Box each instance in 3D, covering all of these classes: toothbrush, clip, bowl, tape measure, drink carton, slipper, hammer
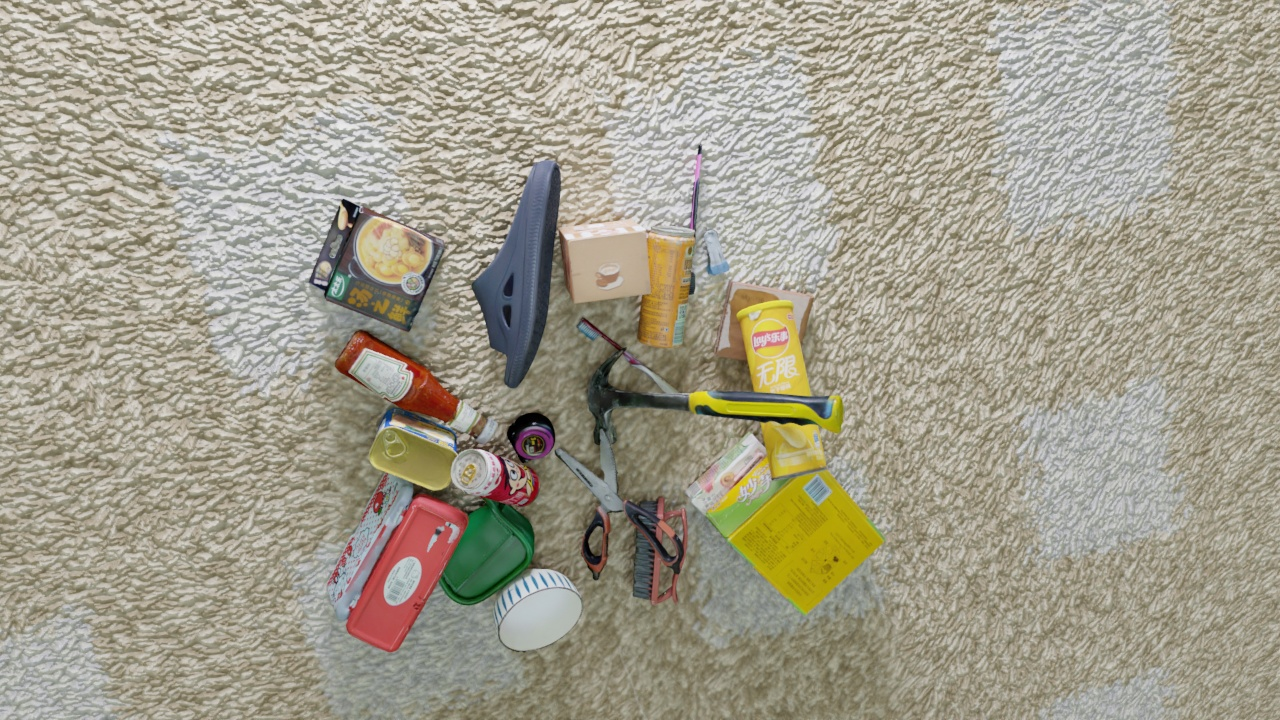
[{"bbox_3d":[0.068,-0.172,1.139,0.017,0.014,0.189,0,106,-21],"label":"toothbrush"},{"bbox_3d":[0.093,-0.136,1.151,0.027,0.043,0.058,-13,100,-4],"label":"clip"},{"bbox_3d":[-0.141,0.317,1.203,0.116,0.066,0.117,-15,130,-19],"label":"bowl"},{"bbox_3d":[-0.137,0.095,1.163,0.058,0.039,0.057,-25,119,3],"label":"tape measure"},{"bbox_3d":[0.123,0.158,1.227,0.122,0.045,0.053,-43,109,3],"label":"drink carton"},{"bbox_3d":[-0.149,-0.104,1.079,0.083,0.110,0.268,10,99,3],"label":"slipper"},{"bbox_3d":[0.081,0.050,1.104,0.324,0.031,0.126,2,108,26],"label":"hammer"},{"bbox_3d":[-0.007,0.007,1.175,0.187,0.016,0.017,38,104,-18],"label":"toothbrush"}]

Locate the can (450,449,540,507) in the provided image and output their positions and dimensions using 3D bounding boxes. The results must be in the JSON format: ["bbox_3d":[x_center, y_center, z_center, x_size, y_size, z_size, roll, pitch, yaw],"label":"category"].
[{"bbox_3d":[-0.175,0.144,1.118,0.053,0.132,0.053,-7,72,20],"label":"can"}]

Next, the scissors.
[{"bbox_3d":[-0.030,0.196,1.185,0.189,0.015,0.226,12,112,19],"label":"scissors"}]

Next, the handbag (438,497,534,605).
[{"bbox_3d":[-0.207,0.238,1.181,0.131,0.068,0.120,-36,100,2],"label":"handbag"}]

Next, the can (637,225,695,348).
[{"bbox_3d":[0.031,-0.090,1.131,0.058,0.058,0.146,3,105,-12],"label":"can"}]

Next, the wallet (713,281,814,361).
[{"bbox_3d":[0.160,-0.045,1.191,0.115,0.020,0.101,9,103,-10],"label":"wallet"}]

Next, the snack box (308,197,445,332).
[{"bbox_3d":[-0.307,-0.110,1.069,0.125,0.053,0.113,21,101,-21],"label":"snack box"}]

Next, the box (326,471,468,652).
[{"bbox_3d":[-0.311,0.242,1.128,0.154,0.074,0.201,33,98,20],"label":"box"}]

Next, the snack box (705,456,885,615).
[{"bbox_3d":[0.209,0.223,1.225,0.157,0.070,0.210,-43,123,1],"label":"snack box"}]

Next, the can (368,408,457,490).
[{"bbox_3d":[-0.273,0.105,1.116,0.102,0.083,0.057,25,99,-16],"label":"can"}]

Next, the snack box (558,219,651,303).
[{"bbox_3d":[-0.043,-0.119,1.089,0.092,0.094,0.077,-8,107,-9],"label":"snack box"}]

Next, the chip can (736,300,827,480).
[{"bbox_3d":[0.174,0.036,1.125,0.072,0.072,0.213,-10,80,-8],"label":"chip can"}]

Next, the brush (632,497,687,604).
[{"bbox_3d":[0.026,0.262,1.230,0.069,0.063,0.146,4,106,2],"label":"brush"}]

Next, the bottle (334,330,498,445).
[{"bbox_3d":[-0.266,0.038,1.111,0.206,0.059,0.060,34,97,-18],"label":"bottle"}]
